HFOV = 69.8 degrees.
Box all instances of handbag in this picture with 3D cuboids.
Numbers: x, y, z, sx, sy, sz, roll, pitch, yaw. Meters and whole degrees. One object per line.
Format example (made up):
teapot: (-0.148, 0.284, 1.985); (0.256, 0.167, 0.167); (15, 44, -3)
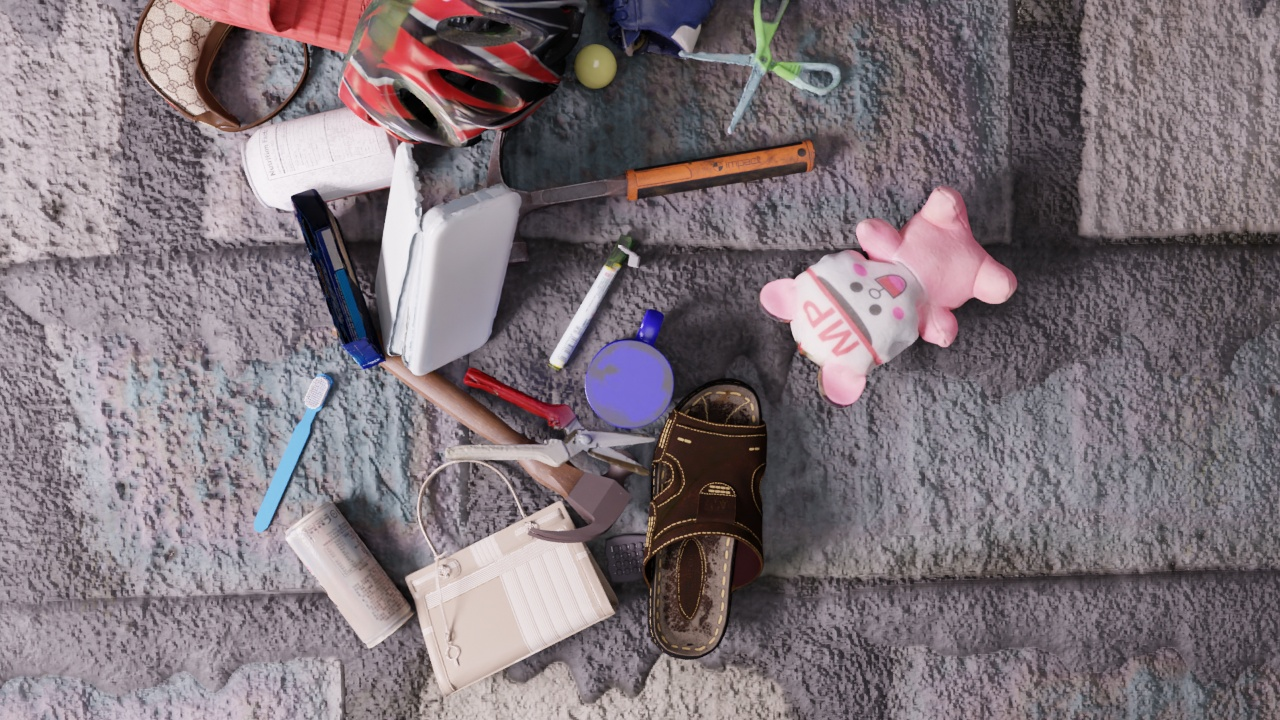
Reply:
handbag: (-0.143, 0.188, 0.882); (0.175, 0.062, 0.198); (-26, 84, -1)
handbag: (-0.378, -0.297, 0.853); (0.138, 0.063, 0.166); (31, 87, -19)

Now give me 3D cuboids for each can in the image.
can: (-0.285, -0.187, 0.843); (0.136, 0.078, 0.078); (-14, 92, -1)
can: (-0.276, 0.202, 0.869); (0.054, 0.054, 0.135); (-36, 93, 0)

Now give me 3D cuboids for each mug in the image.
mug: (-0.005, 0.005, 0.855); (0.079, 0.083, 0.111); (22, 91, -3)

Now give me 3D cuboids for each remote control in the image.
remote control: (0.028, 0.188, 0.900); (0.124, 0.009, 0.046); (-8, 92, -1)

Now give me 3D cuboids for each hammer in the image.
hammer: (0.008, -0.183, 0.875); (0.314, 0.035, 0.138); (-10, 92, -2)
hammer: (-0.153, 0.057, 0.869); (0.323, 0.033, 0.115); (35, 65, 2)

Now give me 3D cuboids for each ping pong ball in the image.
ping pong ball: (-0.042, -0.277, 0.865); (0.040, 0.040, 0.040); (0, 92, -2)

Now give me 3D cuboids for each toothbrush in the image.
toothbrush: (-0.010, -0.090, 0.803); (0.010, 0.181, 0.010); (12, 94, 3)
toothbrush: (-0.336, 0.090, 0.883); (0.016, 0.014, 0.166); (24, 92, -3)

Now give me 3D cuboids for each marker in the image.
marker: (-0.047, -0.056, 0.885); (0.017, 0.017, 0.146); (30, 91, -3)

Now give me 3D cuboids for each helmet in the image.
helmet: (-0.142, -0.273, 0.755); (0.167, 0.271, 0.218); (41, 119, -11)

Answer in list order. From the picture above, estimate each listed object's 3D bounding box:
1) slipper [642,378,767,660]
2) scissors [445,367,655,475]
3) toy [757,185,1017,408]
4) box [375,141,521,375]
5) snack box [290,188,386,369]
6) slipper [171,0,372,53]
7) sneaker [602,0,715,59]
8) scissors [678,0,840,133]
slipper: (0.061, 0.147, 0.859); (0.113, 0.076, 0.267); (10, 84, -2)
scissors: (-0.091, 0.066, 0.855); (0.179, 0.015, 0.187); (-30, 76, -27)
toy: (0.231, -0.062, 0.861); (0.213, 0.084, 0.142); (-34, 91, -2)
box: (-0.193, -0.096, 0.802); (0.124, 0.216, 0.106); (44, 51, 17)
snack box: (-0.272, -0.072, 0.829); (0.027, 0.082, 0.150); (-20, 76, -10)
slipper: (-0.322, -0.340, 0.808); (0.248, 0.059, 0.103); (16, 84, -23)
sneaker: (-0.040, -0.354, 0.843); (0.233, 0.091, 0.118); (14, 94, -10)
scissors: (0.119, -0.278, 0.858); (0.167, 0.023, 0.171); (28, 73, -21)
